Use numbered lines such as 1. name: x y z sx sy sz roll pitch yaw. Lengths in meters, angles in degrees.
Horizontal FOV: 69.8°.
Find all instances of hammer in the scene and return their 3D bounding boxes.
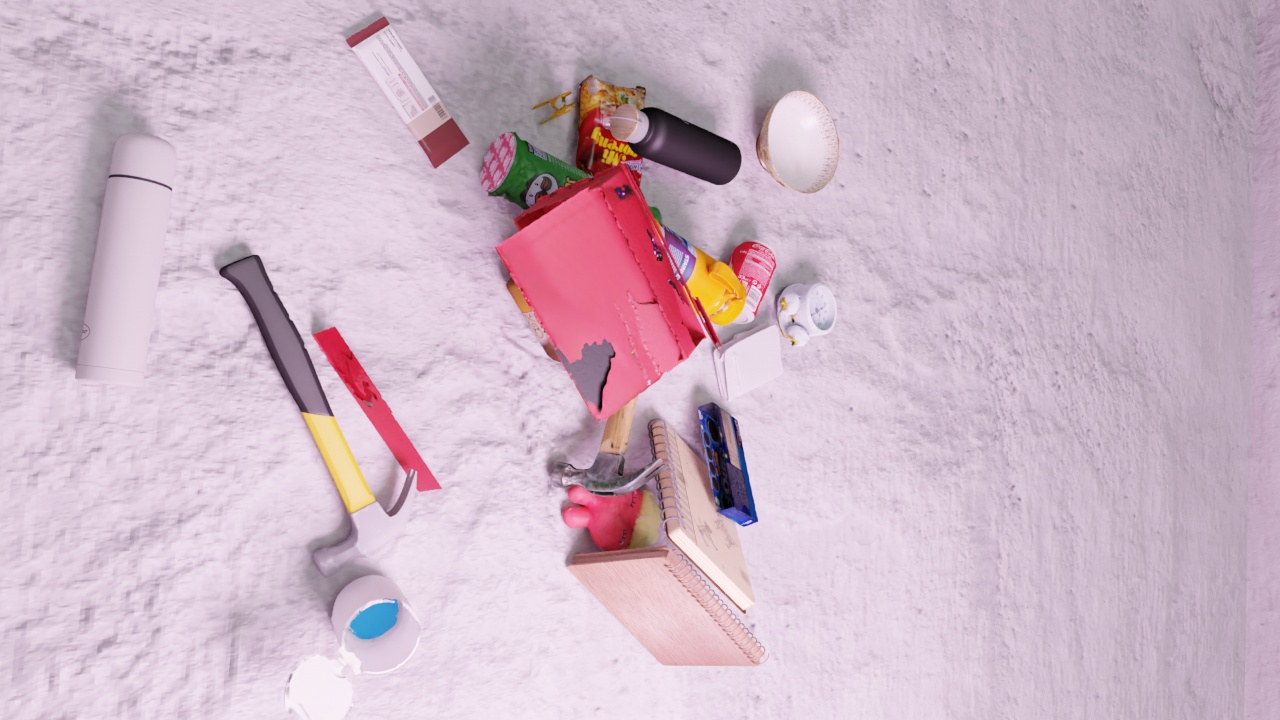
1. hammer: -0.007 0.007 1.126 0.033 0.132 0.329 52 47 -58
2. hammer: -0.327 0.048 0.921 0.126 0.029 0.324 -27 104 -26

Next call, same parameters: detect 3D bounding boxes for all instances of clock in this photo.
1. clock: 0.232 -0.067 1.319 0.117 0.057 0.083 -29 107 -40

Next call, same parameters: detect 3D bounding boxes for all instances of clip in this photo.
1. clip: -0.098 -0.306 1.088 0.053 0.050 0.044 -33 74 -31

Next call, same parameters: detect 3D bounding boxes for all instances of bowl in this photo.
1. bowl: 0.211 -0.304 1.303 0.145 0.063 0.145 0 89 -37

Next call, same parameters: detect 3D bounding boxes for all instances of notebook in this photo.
1. notebook: 0.034 0.300 1.103 0.210 0.170 0.022 51 46 -25
2. notebook: 0.072 0.181 1.125 0.024 0.225 0.167 -35 117 15

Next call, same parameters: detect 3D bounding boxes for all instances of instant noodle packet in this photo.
1. instant noodle packet: -0.035 -0.281 1.138 0.098 0.040 0.135 7 84 -43

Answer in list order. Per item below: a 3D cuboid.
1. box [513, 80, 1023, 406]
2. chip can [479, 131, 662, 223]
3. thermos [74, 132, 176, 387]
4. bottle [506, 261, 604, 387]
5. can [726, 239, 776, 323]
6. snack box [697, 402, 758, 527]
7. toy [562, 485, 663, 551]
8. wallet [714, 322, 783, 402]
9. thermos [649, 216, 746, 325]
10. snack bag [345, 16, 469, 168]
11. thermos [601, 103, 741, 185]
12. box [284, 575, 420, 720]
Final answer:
1. box: 0.063 -0.077 0.820 0.140 0.512 0.215 -39 112 -29
2. chip can: -0.076 -0.189 1.085 0.223 0.076 0.075 21 77 -35
3. thermos: -0.455 -0.090 0.816 0.052 0.052 0.224 10 84 -36
4. bottle: -0.090 -0.039 1.075 0.067 0.068 0.157 -41 113 -30
5. can: 0.142 -0.108 1.250 0.064 0.064 0.104 36 69 -31
6. snack box: 0.114 0.136 1.197 0.082 0.027 0.150 40 36 -52
7. toy: -0.033 0.189 1.130 0.135 0.045 0.091 23 78 -23
8. wallet: 0.149 0.001 1.279 0.116 0.032 0.086 -22 113 -37
9. thermos: 0.036 -0.110 1.087 0.232 0.091 0.076 29 94 -38
10. snack bag: -0.250 -0.289 0.994 0.056 0.013 0.158 -47 116 -29
11. thermos: 0.039 -0.272 1.143 0.230 0.061 0.061 6 86 -51
12. box: -0.284 0.283 0.896 0.143 0.138 0.083 -33 103 -21
